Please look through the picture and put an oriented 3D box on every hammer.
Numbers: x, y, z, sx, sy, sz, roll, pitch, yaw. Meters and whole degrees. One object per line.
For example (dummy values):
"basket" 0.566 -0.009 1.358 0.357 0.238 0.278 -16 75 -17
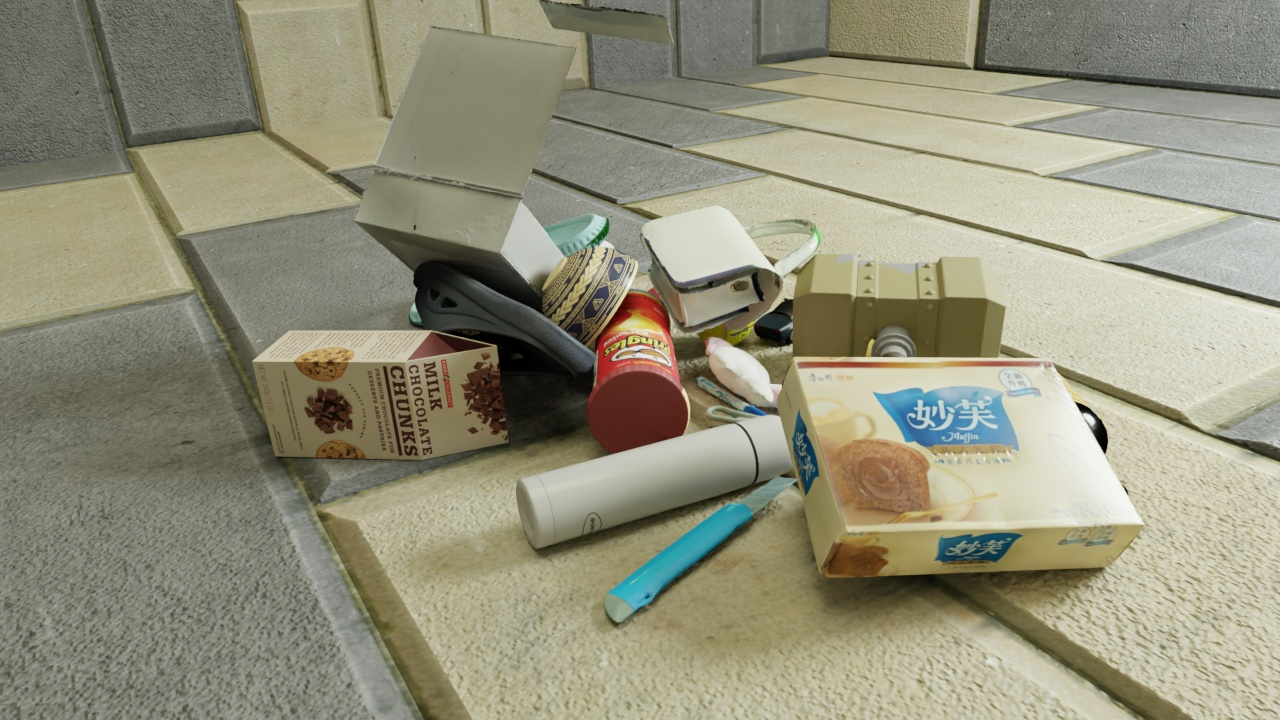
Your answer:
"hammer" 0.220 0.024 0.794 0.190 0.101 0.323 3 32 13

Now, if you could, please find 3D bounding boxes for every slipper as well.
"slipper" -0.145 -0.019 0.869 0.268 0.110 0.083 23 77 49
"slipper" -0.164 -0.122 1.079 0.277 0.069 0.115 -20 23 21

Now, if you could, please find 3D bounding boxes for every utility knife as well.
"utility knife" 0.048 0.129 0.661 0.031 0.015 0.206 21 38 41

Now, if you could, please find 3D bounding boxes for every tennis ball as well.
"tennis ball" 0.088 -0.047 0.987 0.065 0.065 0.065 -3 24 1

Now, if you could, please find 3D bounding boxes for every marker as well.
"marker" 0.093 0.042 0.854 0.013 0.013 0.142 -16 27 -27

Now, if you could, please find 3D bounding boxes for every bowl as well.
"bowl" -0.060 -0.068 0.898 0.061 0.113 0.112 34 20 -14

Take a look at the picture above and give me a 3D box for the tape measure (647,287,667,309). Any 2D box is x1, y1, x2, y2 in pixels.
"tape measure" 0.034 -0.075 1.113 0.051 0.019 0.058 19 40 37

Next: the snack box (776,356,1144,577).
"snack box" 0.212 0.069 0.639 0.207 0.055 0.153 0 46 -9

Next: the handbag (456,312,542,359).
"handbag" -0.123 -0.045 1.034 0.124 0.047 0.185 18 32 37

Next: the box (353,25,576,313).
"box" -0.177 -0.259 0.798 0.167 0.530 0.233 14 32 18

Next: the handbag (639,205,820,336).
"handbag" 0.101 -0.098 0.933 0.176 0.074 0.151 -17 36 -7

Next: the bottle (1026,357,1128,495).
"bottle" 0.334 0.060 0.725 0.059 0.059 0.181 -2 24 3

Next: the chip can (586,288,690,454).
"chip can" -0.005 0.005 0.860 0.087 0.087 0.213 -3 23 -1

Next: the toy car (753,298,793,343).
"toy car" 0.169 -0.049 1.019 0.046 0.034 0.111 17 31 37

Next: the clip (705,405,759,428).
"clip" 0.092 0.059 0.797 0.076 0.043 0.023 9 25 27

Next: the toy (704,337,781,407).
"toy" 0.097 0.013 0.866 0.075 0.037 0.125 18 16 -41

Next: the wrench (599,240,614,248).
"wrench" -0.079 -0.079 1.037 0.066 0.018 0.272 7 31 4

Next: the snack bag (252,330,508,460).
"snack bag" -0.223 0.030 0.819 0.206 0.094 0.069 0 25 8

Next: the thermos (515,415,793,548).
"thermos" 0.018 0.089 0.709 0.223 0.052 0.052 -13 26 -21
